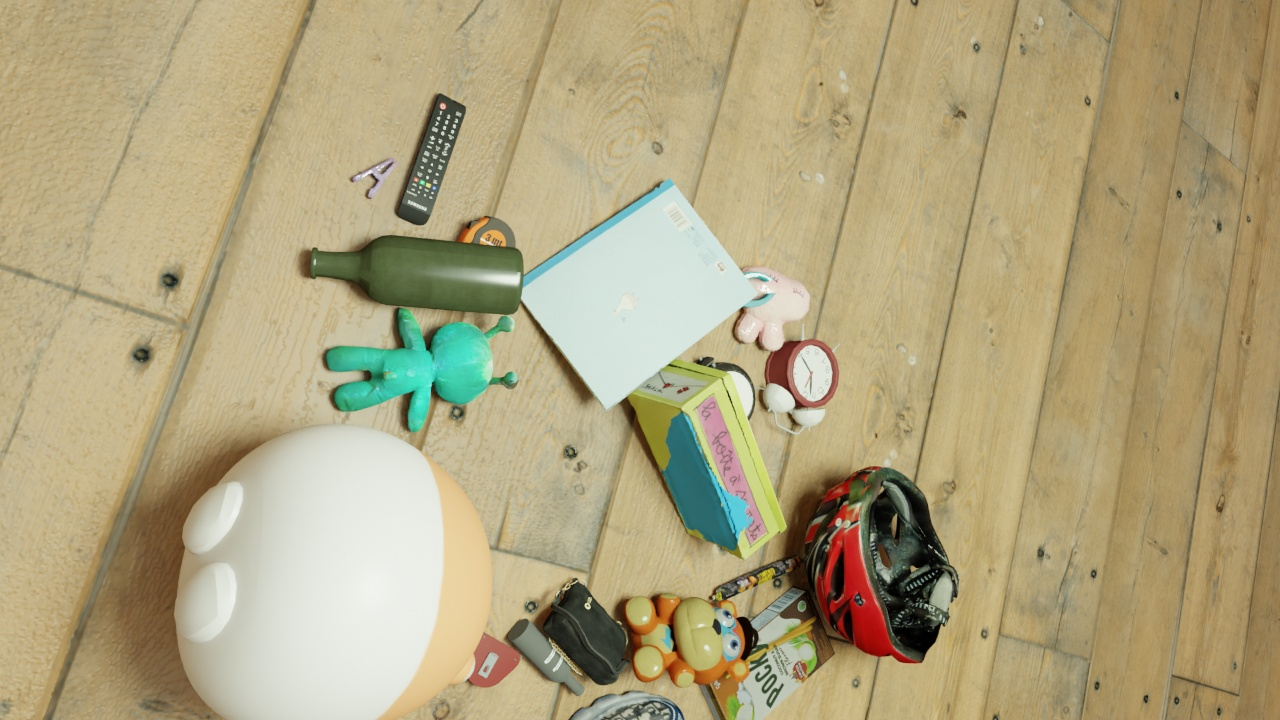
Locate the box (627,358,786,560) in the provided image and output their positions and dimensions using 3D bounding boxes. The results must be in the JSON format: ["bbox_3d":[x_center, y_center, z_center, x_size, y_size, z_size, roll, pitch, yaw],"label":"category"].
[{"bbox_3d":[0.078,0.115,1.074,0.079,0.124,0.221,-36,114,-24],"label":"box"}]

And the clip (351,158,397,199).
[{"bbox_3d":[-0.277,-0.193,0.949,0.045,0.014,0.051,21,81,-26],"label":"clip"}]

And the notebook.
[{"bbox_3d":[-0.001,-0.084,1.079,0.252,0.009,0.181,-37,90,-23],"label":"notebook"}]

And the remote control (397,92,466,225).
[{"bbox_3d":[-0.223,-0.216,0.981,0.033,0.015,0.146,22,77,-29],"label":"remote control"}]

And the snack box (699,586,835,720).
[{"bbox_3d":[0.162,0.388,1.184,0.185,0.032,0.101,-30,104,-28],"label":"snack box"}]

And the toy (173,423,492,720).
[{"bbox_3d":[-0.260,0.197,0.812,0.280,0.266,0.262,29,41,-46],"label":"toy"}]

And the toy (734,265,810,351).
[{"bbox_3d":[0.165,-0.066,1.192,0.108,0.053,0.105,18,92,-21],"label":"toy"}]

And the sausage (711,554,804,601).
[{"bbox_3d":[0.154,0.281,1.190,0.155,0.020,0.020,-14,95,-31],"label":"sausage"}]

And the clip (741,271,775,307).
[{"bbox_3d":[0.109,-0.075,1.144,0.120,0.027,0.103,-10,95,-3],"label":"clip"}]

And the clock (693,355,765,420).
[{"bbox_3d":[0.099,0.045,1.150,0.122,0.044,0.091,28,74,-27],"label":"clock"}]

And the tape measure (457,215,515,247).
[{"bbox_3d":[-0.169,-0.128,1.000,0.058,0.038,0.059,23,90,-28],"label":"tape measure"}]

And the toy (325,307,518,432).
[{"bbox_3d":[-0.221,0.007,0.948,0.193,0.072,0.130,-10,94,-22],"label":"toy"}]

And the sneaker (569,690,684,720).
[{"bbox_3d":[-0.047,0.449,0.997,0.268,0.133,0.103,-12,92,-32],"label":"sneaker"}]

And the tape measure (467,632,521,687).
[{"bbox_3d":[-0.164,0.329,0.996,0.059,0.019,0.051,39,70,-24],"label":"tape measure"}]

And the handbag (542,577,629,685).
[{"bbox_3d":[-0.055,0.306,1.038,0.128,0.054,0.078,52,33,-20],"label":"handbag"}]

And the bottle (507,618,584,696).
[{"bbox_3d":[-0.101,0.337,1.028,0.030,0.030,0.113,-48,111,-24],"label":"bottle"}]

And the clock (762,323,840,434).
[{"bbox_3d":[0.213,0.029,1.217,0.096,0.048,0.137,25,75,-28],"label":"clock"}]

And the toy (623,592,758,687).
[{"bbox_3d":[0.060,0.332,1.090,0.175,0.096,0.112,14,49,-35],"label":"toy"}]

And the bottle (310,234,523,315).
[{"bbox_3d":[-0.226,-0.089,0.934,0.206,0.071,0.071,4,86,-15],"label":"bottle"}]

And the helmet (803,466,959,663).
[{"bbox_3d":[0.305,0.262,1.190,0.216,0.167,0.272,-50,123,-44],"label":"helmet"}]
